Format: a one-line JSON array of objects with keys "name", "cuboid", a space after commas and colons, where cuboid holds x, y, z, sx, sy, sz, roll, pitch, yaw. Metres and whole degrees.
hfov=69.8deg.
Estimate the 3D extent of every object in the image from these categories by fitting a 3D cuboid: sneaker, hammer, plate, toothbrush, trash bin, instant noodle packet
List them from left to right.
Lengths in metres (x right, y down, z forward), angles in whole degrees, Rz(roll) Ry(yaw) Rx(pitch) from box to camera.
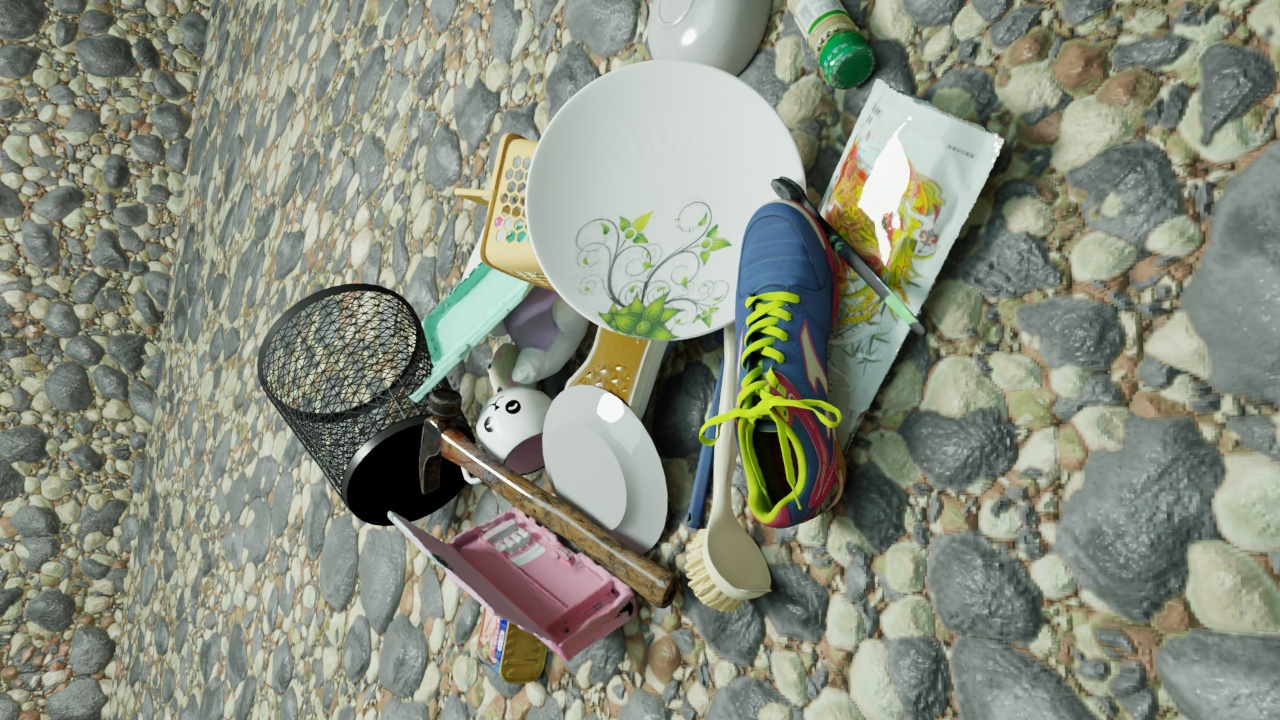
[{"name": "trash bin", "cuboid": [-0.328, 0.062, 1.137, 0.243, 0.216, 0.217, 48, 117, 37]}, {"name": "hammer", "cuboid": [-0.099, 0.147, 0.893, 0.330, 0.033, 0.120, 28, 118, 31]}, {"name": "plate", "cuboid": [-0.044, 0.109, 0.872, 0.173, 0.019, 0.173, 19, 117, 41]}, {"name": "sneaker", "cuboid": [-0.005, 0.005, 0.867, 0.087, 0.079, 0.236, 44, 134, 24]}, {"name": "plate", "cuboid": [0.020, -0.130, 0.760, 0.229, 0.030, 0.229, 0, 89, 6]}, {"name": "toothbrush", "cuboid": [0.061, 0.055, 0.814, 0.016, 0.017, 0.190, 9, 88, 51]}, {"name": "sneaker", "cuboid": [0.103, 0.003, 0.671, 0.116, 0.090, 0.242, -4, 95, 42]}, {"name": "toothbrush", "cuboid": [0.149, -0.081, 0.674, 0.188, 0.017, 0.014, 57, 145, 36]}, {"name": "instant noodle packet", "cuboid": [0.160, -0.068, 0.703, 0.147, 0.057, 0.270, 48, 123, 46]}]

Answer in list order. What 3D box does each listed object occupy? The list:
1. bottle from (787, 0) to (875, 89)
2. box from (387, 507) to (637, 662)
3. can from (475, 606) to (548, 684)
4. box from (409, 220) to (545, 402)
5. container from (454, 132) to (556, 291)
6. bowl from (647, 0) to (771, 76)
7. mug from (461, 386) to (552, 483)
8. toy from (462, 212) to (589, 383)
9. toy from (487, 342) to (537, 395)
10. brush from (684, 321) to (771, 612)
[{"name": "bottle", "cuboid": [0.156, -0.275, 0.764, 0.043, 0.042, 0.109, -44, 49, 34]}, {"name": "box", "cuboid": [-0.132, 0.212, 0.893, 0.233, 0.172, 0.075, 22, 103, 51]}, {"name": "can", "cuboid": [-0.132, 0.279, 0.960, 0.059, 0.053, 0.100, 8, 86, 52]}, {"name": "box", "cuboid": [-0.168, -0.046, 0.957, 0.187, 0.056, 0.137, -39, 40, 30]}, {"name": "container", "cuboid": [-0.067, -0.130, 0.884, 0.167, 0.183, 0.129, 14, 92, 43]}, {"name": "bowl", "cuboid": [0.056, -0.332, 0.877, 0.132, 0.064, 0.131, -15, 69, 47]}, {"name": "mug", "cuboid": [-0.143, 0.082, 0.980, 0.124, 0.090, 0.076, -37, 59, 4]}, {"name": "toy", "cuboid": [-0.124, -0.076, 1.015, 0.138, 0.085, 0.209, -57, 46, 20]}, {"name": "toy", "cuboid": [-0.142, 0.017, 1.044, 0.113, 0.050, 0.087, -55, 45, 33]}, {"name": "brush", "cuboid": [0.074, 0.069, 0.758, 0.077, 0.062, 0.272, -6, 78, 40]}]
